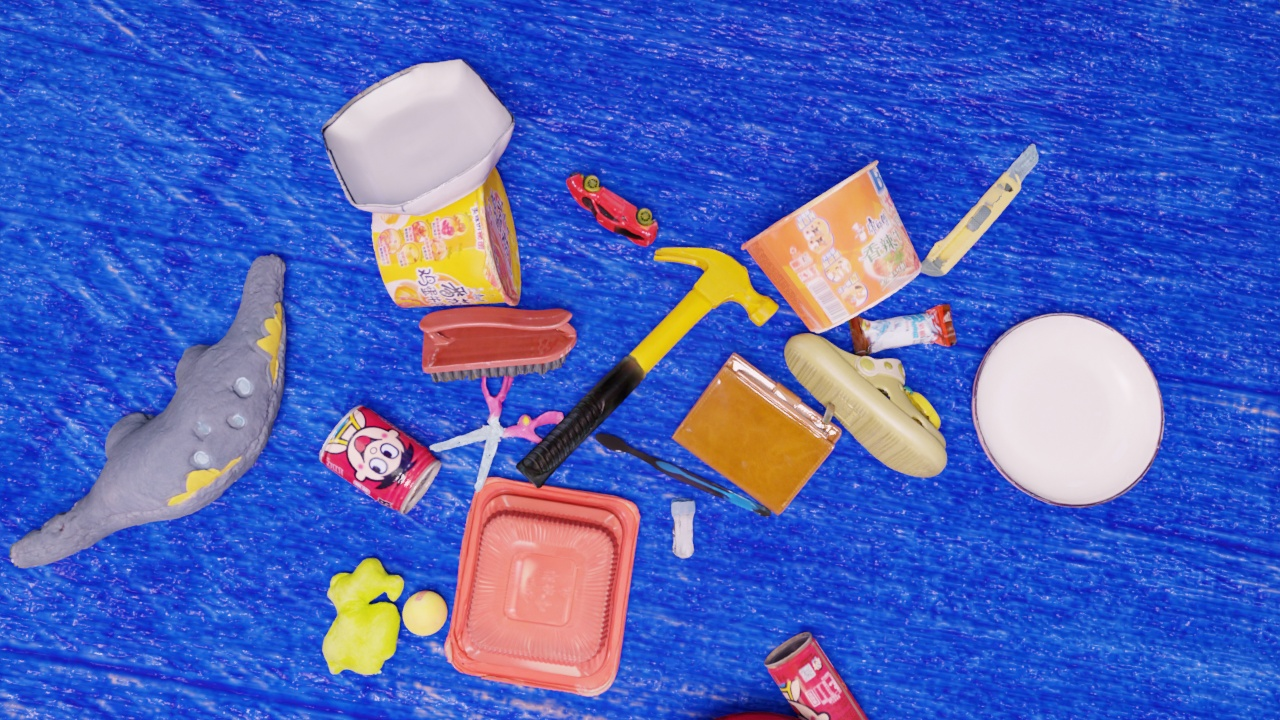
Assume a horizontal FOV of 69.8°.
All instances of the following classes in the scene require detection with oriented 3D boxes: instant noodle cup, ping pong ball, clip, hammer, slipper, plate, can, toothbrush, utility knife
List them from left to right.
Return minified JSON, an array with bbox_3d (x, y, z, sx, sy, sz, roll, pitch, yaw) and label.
[{"bbox_3d":[-0.241,0.093,0.857,0.094,0.066,0.066,34,81,2],"label":"can"},{"bbox_3d":[-0.206,-0.206,0.853,0.162,0.034,0.265,-30,42,-7],"label":"plate"},{"bbox_3d":[-0.200,0.234,0.850,0.040,0.040,0.040,1,81,-3],"label":"ping pong ball"},{"bbox_3d":[-0.182,-0.111,0.863,0.110,0.138,0.138,-9,82,3],"label":"instant noodle cup"},{"bbox_3d":[-0.090,0.209,0.842,0.164,0.079,0.188,8,82,-2],"label":"instant noodle cup"},{"bbox_3d":[-0.005,0.005,0.892,0.129,0.033,0.300,43,76,5],"label":"hammer"},{"bbox_3d":[0.041,0.163,0.886,0.027,0.043,0.058,2,89,-6],"label":"clip"},{"bbox_3d":[0.042,0.113,0.899,0.189,0.016,0.014,24,71,-2],"label":"toothbrush"},{"bbox_3d":[0.173,0.324,0.851,0.053,0.053,0.132,-33,84,-8],"label":"can"},{"bbox_3d":[0.187,-0.103,0.878,0.151,0.151,0.111,-33,92,-8],"label":"instant noodle cup"},{"bbox_3d":[0.227,0.030,0.884,0.190,0.092,0.081,42,78,6],"label":"slipper"},{"bbox_3d":[0.357,-0.155,0.959,0.031,0.020,0.190,43,77,-2],"label":"utility knife"},{"bbox_3d":[0.419,0.050,0.915,0.192,0.039,0.192,1,81,-3],"label":"plate"}]

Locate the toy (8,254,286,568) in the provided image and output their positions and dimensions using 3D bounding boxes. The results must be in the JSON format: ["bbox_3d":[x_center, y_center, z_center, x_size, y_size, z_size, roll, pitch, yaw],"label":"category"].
[{"bbox_3d":[-0.417,0.065,0.841,0.138,0.091,0.356,35,79,15],"label":"toy"}]

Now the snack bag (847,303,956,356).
[{"bbox_3d":[0.264,-0.030,0.925,0.104,0.026,0.048,-5,70,-4],"label":"snack bag"}]

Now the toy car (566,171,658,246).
[{"bbox_3d":[-0.030,-0.150,0.916,0.106,0.049,0.031,34,79,1],"label":"toy car"}]

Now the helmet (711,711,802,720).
[{"bbox_3d":[0.108,0.412,0.792,0.207,0.143,0.240,-3,98,6],"label":"helmet"}]

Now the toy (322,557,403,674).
[{"bbox_3d":[-0.256,0.240,0.850,0.097,0.031,0.100,-28,78,2],"label":"toy"}]

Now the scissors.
[{"bbox_3d":[-0.139,0.059,0.881,0.133,0.017,0.130,-14,76,-21],"label":"scissors"}]

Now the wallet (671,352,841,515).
[{"bbox_3d":[0.115,0.067,0.882,0.130,0.035,0.119,37,102,3],"label":"wallet"}]

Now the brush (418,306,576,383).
[{"bbox_3d":[-0.133,-0.021,0.873,0.146,0.069,0.063,-3,51,-4],"label":"brush"}]
